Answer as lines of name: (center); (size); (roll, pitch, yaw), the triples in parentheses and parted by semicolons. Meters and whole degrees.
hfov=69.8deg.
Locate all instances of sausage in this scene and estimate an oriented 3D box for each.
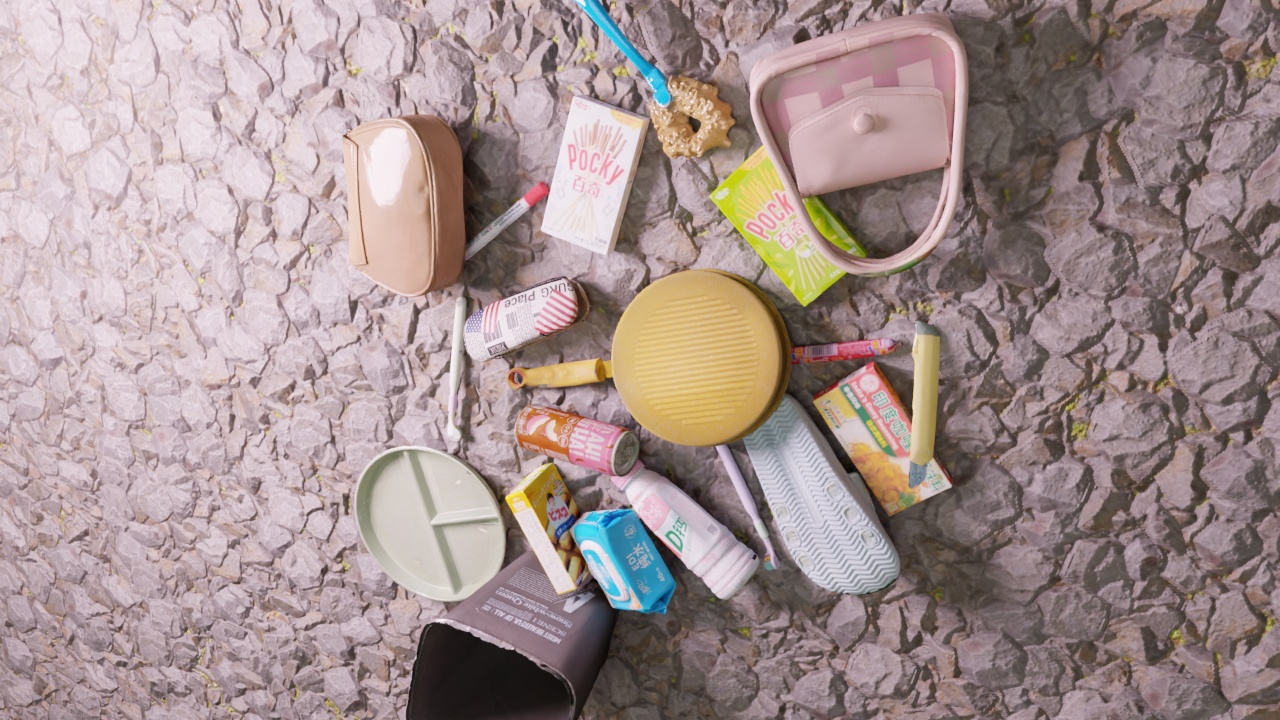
sausage: (0.202, -0.009, 0.985); (0.156, 0.020, 0.020); (-6, 105, 22)

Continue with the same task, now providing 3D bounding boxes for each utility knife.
utility knife: (0.294, 0.047, 0.953); (0.031, 0.019, 0.176); (2, 91, -1)

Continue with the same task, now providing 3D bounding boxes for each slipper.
slipper: (0.195, 0.145, 1.014); (0.104, 0.074, 0.245); (-35, 77, 27)

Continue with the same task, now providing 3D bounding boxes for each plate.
plate: (-0.281, 0.218, 1.234); (0.230, 0.027, 0.230); (6, 109, 18)

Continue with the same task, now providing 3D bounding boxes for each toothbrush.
toothbrush: (-0.230, 0.011, 1.152); (0.029, 0.020, 0.190); (28, 118, 46)
toothbrush: (0.119, 0.159, 1.073); (0.021, 0.029, 0.189); (-26, 97, -15)

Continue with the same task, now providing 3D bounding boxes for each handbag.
handbag: (-0.270, -0.181, 1.063); (0.148, 0.099, 0.205); (12, 111, 24)
handbag: (0.216, -0.195, 0.874); (0.193, 0.093, 0.234); (-10, 108, 16)

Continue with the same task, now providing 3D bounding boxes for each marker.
marker: (-0.163, -0.160, 1.071); (0.145, 0.017, 0.017); (-34, 94, 26)

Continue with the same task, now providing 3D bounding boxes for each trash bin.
trash bin: (-0.139, 0.362, 1.124); (0.199, 0.219, 0.199); (21, 114, 13)

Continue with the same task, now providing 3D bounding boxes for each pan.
pan: (-0.006, 0.006, 1.044); (0.358, 0.078, 0.197); (-7, 90, 19)

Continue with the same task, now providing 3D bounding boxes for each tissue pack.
tissue pack: (-0.023, 0.242, 1.109); (0.090, 0.063, 0.140); (-17, 103, 59)

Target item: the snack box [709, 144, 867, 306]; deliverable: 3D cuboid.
snack box: (0.153, -0.142, 0.955); (0.086, 0.026, 0.156); (-40, 90, 26)

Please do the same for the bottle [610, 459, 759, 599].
bottle: (0.049, 0.192, 1.085); (0.197, 0.068, 0.068); (43, 116, 7)

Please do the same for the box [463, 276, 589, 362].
box: (-0.142, -0.048, 1.069); (0.164, 0.076, 0.075); (-20, 94, 27)

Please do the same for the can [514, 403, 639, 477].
can: (-0.077, 0.093, 1.084); (0.147, 0.057, 0.058); (13, 112, 30)

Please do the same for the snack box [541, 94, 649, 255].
snack box: (-0.051, -0.203, 1.011); (0.085, 0.026, 0.157); (22, 114, 12)

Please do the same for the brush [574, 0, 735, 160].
brush: (-0.001, -0.309, 0.941); (0.083, 0.045, 0.254); (-37, 98, 30)

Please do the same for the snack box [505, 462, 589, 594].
snack box: (-0.105, 0.206, 1.132); (0.034, 0.086, 0.140); (-26, 97, 26)

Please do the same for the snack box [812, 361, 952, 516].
snack box: (0.261, 0.085, 0.991); (0.077, 0.027, 0.156); (-33, 94, 24)
